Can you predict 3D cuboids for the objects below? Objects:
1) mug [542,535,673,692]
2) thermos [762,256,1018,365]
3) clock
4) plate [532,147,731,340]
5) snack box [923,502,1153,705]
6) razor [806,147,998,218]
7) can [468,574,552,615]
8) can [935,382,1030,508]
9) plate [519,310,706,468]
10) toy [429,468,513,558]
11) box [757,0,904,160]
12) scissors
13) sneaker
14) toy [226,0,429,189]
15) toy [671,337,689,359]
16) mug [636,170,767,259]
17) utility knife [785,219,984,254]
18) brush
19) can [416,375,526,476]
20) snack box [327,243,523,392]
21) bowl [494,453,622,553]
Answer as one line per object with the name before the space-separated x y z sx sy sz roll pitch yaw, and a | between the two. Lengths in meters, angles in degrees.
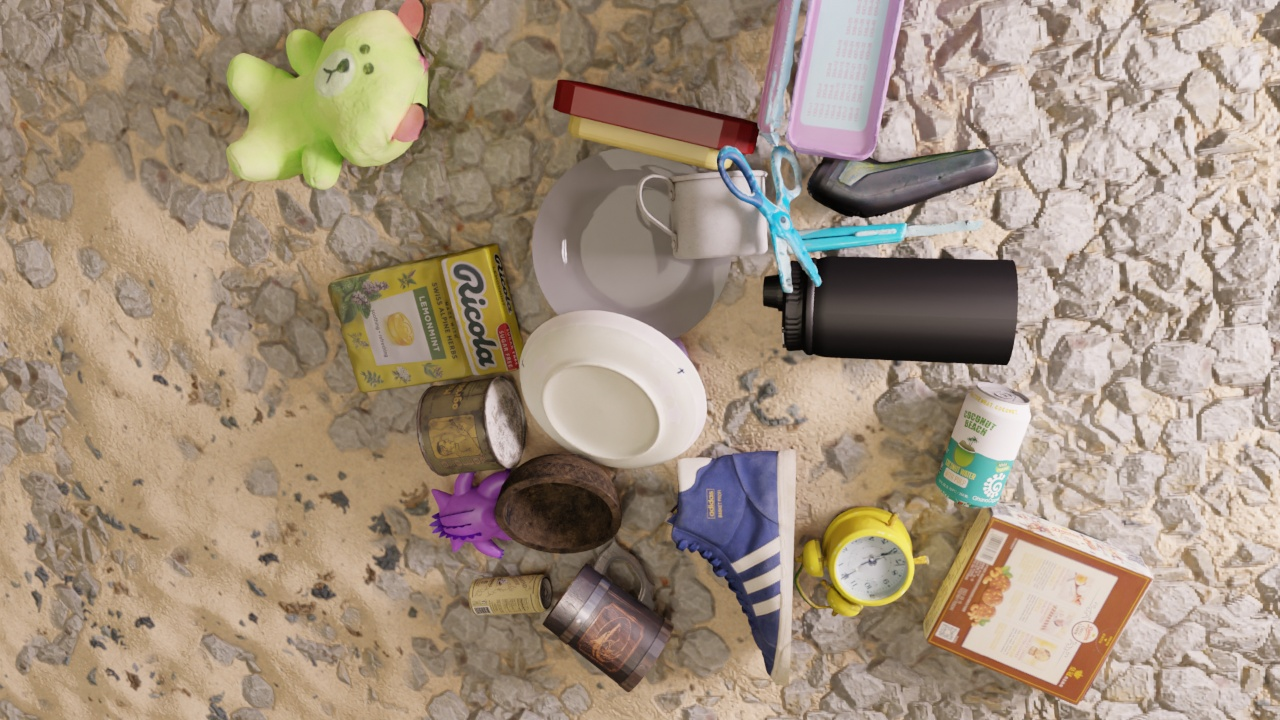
mug | -0.023 0.251 0.920 0.107 0.080 0.115 36 82 3
thermos | 0.202 -0.043 0.766 0.199 0.086 0.086 3 106 13
clock | 0.199 0.188 0.848 0.119 0.057 0.083 -33 96 14
plate | -0.008 -0.100 0.824 0.178 0.012 0.178 0 96 0
snack box | 0.353 0.217 0.827 0.147 0.041 0.143 21 109 8
razor | 0.213 -0.156 0.754 0.151 0.054 0.067 -10 91 11
can | -0.135 0.245 0.959 0.080 0.038 0.038 -7 104 16
can | 0.296 0.074 0.793 0.055 0.054 0.102 16 109 9
plate | -0.032 0.038 0.841 0.182 0.034 0.183 11 130 13
toy | -0.167 0.158 0.932 0.088 0.055 0.106 -11 104 21
box | 0.152 -0.266 0.691 0.090 0.091 0.214 11 97 11
scissors | 0.100 -0.115 0.722 0.013 0.118 0.139 -22 65 48
sneaker | 0.082 0.195 0.861 0.118 0.091 0.233 2 105 9
toy | -0.270 -0.231 0.828 0.197 0.107 0.150 -7 81 7
toy | -0.005 0.005 0.859 0.100 0.036 0.080 -39 98 19
mug | 0.052 -0.122 0.769 0.113 0.084 0.070 -6 98 -16
utility knife | 0.206 -0.110 0.785 0.167 0.015 0.022 -6 74 14
brush | 0.011 -0.197 0.771 0.173 0.082 0.042 16 109 9
can | -0.162 0.064 0.886 0.075 0.089 0.090 -8 103 16
snack box | -0.211 -0.037 0.892 0.181 0.045 0.121 -9 103 16
bowl | -0.078 0.130 0.894 0.121 0.056 0.121 1 134 1
